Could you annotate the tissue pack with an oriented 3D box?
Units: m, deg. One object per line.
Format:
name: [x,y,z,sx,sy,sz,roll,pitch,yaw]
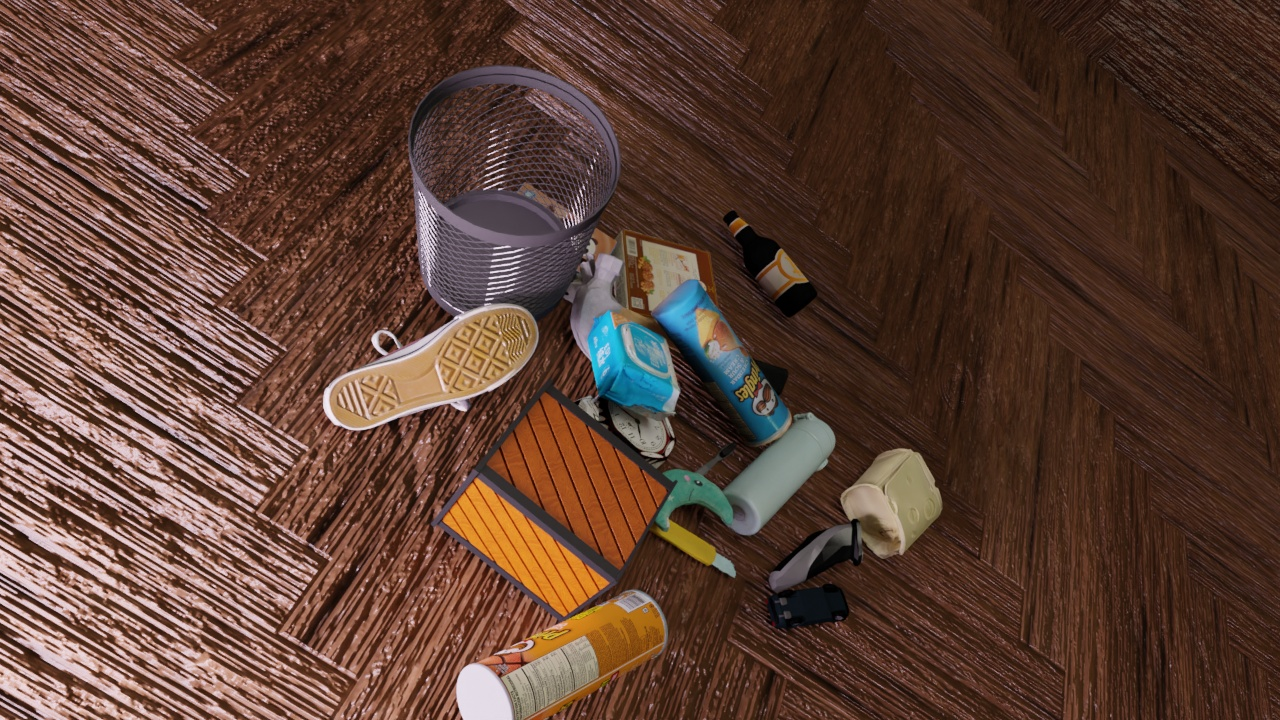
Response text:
tissue pack: [-0.006,0.006,1.077,0.092,0.062,0.144,26,31,-28]

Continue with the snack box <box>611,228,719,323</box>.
snack box: [0.035,-0.099,1.265,0.147,0.041,0.143,11,55,-25]

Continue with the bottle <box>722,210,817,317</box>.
bottle: [0.188,-0.152,1.383,0.059,0.059,0.181,-30,78,-41]

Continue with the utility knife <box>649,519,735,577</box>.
utility knife: [0.040,0.206,1.078,0.179,0.017,0.030,31,53,-6]

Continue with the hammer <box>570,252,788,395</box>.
hammer: [0.059,-0.021,1.200,0.328,0.039,0.131,21,91,-28]

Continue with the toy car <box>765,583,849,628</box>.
toy car: [0.202,0.297,1.106,0.112,0.034,0.046,2,59,-30]

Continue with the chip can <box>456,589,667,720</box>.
chip can: [-0.069,0.291,0.887,0.214,0.075,0.075,-11,66,-49]

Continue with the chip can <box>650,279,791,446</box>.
chip can: [0.103,0.005,1.161,0.229,0.080,0.079,53,44,-22]

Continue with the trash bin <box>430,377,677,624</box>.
trash bin: [-0.090,0.148,0.954,0.172,0.140,0.139,39,48,-3]

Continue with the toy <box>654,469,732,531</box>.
toy: [0.055,0.163,1.086,0.105,0.033,0.085,-2,43,-23]

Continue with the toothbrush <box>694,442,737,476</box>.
toothbrush: [0.069,0.145,1.143,0.166,0.013,0.013,-33,80,-39]

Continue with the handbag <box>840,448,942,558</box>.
handbag: [0.343,0.190,1.236,0.119,0.081,0.111,-31,92,-44]

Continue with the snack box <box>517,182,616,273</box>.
snack box: [-0.113,-0.163,1.221,0.151,0.034,0.087,32,49,-8]

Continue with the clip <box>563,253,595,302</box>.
clip: [-0.071,-0.098,1.192,0.058,0.102,0.049,13,48,31]

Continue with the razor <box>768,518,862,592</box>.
razor: [0.217,0.245,1.140,0.156,0.057,0.060,-12,38,-28]

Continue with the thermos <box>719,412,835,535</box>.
thermos: [0.179,0.142,1.176,0.206,0.065,0.078,-35,103,-42]

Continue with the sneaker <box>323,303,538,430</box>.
sneaker: [-0.227,0.008,1.002,0.240,0.088,0.118,-24,97,-19]

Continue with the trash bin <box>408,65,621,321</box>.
trash bin: [-0.152,-0.170,1.041,0.217,0.228,0.217,6,63,-12]

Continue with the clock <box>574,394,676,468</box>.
clock: [-0.032,0.090,1.075,0.154,0.065,0.114,-13,64,-55]
